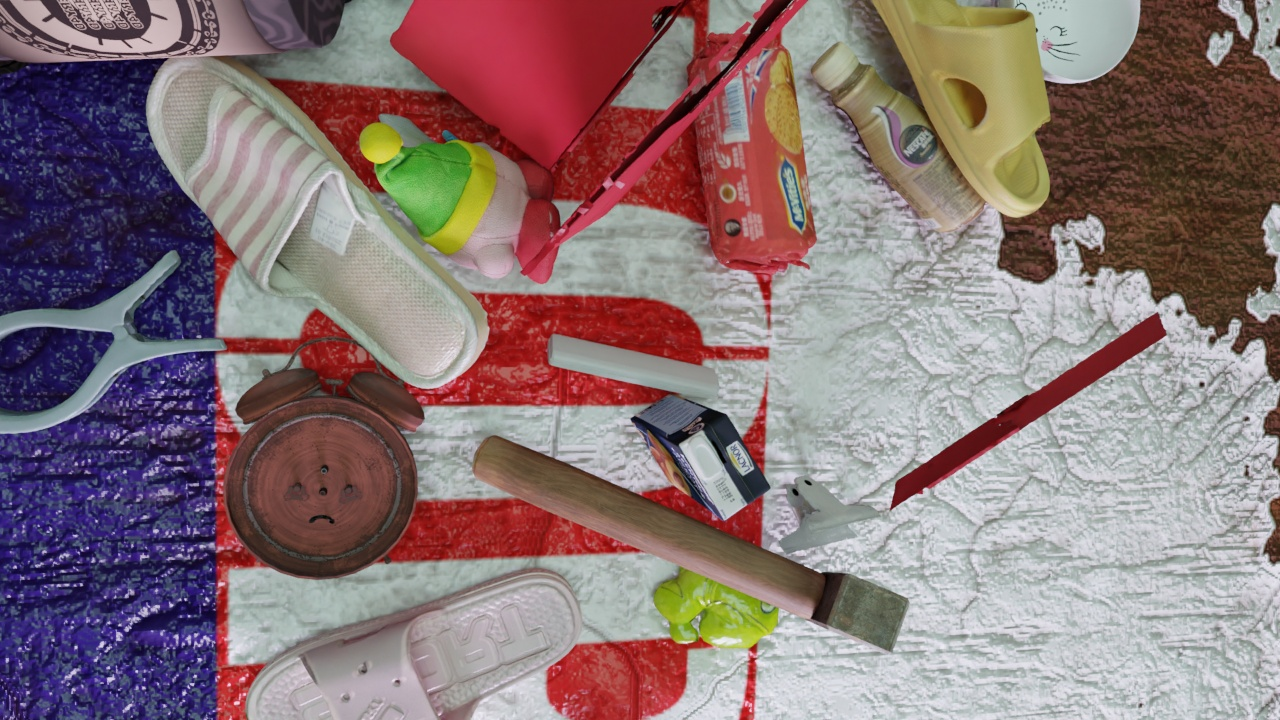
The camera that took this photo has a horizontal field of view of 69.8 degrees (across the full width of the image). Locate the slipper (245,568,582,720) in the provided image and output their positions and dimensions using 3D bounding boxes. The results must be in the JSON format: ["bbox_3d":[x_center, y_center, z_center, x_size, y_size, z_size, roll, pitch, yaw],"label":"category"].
[{"bbox_3d":[-0.151,0.221,0.644,0.239,0.064,0.094,-19,99,-13],"label":"slipper"}]

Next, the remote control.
[{"bbox_3d":[-0.004,0.004,0.677,0.131,0.033,0.012,12,121,-14],"label":"remote control"}]

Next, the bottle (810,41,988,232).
[{"bbox_3d":[0.196,-0.172,0.699,0.166,0.060,0.059,42,84,-13],"label":"bottle"}]

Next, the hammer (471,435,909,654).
[{"bbox_3d":[0.021,0.122,0.641,0.301,0.158,0.037,22,79,6],"label":"hammer"}]

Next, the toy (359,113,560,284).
[{"bbox_3d":[-0.118,-0.118,0.601,0.131,0.097,0.124,4,58,-20],"label":"toy"}]

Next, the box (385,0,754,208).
[{"bbox_3d":[-0.002,-0.281,0.646,0.198,0.350,0.218,38,125,-14],"label":"box"}]

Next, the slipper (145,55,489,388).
[{"bbox_3d":[-0.208,-0.083,0.577,0.263,0.052,0.115,44,120,-7],"label":"slipper"}]

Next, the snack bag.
[{"bbox_3d":[0.078,-0.149,0.667,0.082,0.082,0.176,-9,96,-13],"label":"snack bag"}]

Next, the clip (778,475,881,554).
[{"bbox_3d":[0.142,0.115,0.708,0.101,0.056,0.056,1,81,-47],"label":"clip"}]

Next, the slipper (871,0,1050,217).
[{"bbox_3d":[0.244,-0.235,0.672,0.099,0.079,0.263,-32,91,-46],"label":"slipper"}]

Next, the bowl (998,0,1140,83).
[{"bbox_3d":[0.330,-0.275,0.728,0.114,0.050,0.115,-1,95,-14],"label":"bowl"}]

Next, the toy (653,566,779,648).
[{"bbox_3d":[0.064,0.186,0.709,0.093,0.036,0.094,44,82,-5],"label":"toy"}]

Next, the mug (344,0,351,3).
[{"bbox_3d":[-0.183,-0.289,0.592,0.094,0.085,0.122,32,115,-14],"label":"mug"}]

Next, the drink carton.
[{"bbox_3d":[0.039,0.064,0.643,0.040,0.130,0.064,-34,102,-10],"label":"drink carton"}]

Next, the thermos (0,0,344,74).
[{"bbox_3d":[-0.291,-0.241,0.497,0.226,0.172,0.173,2,94,-1],"label":"thermos"}]

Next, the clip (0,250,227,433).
[{"bbox_3d":[-0.354,0.009,0.596,0.163,0.028,0.112,-27,102,-10],"label":"clip"}]

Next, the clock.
[{"bbox_3d":[-0.207,0.063,0.612,0.120,0.072,0.157,4,94,-14],"label":"clock"}]
